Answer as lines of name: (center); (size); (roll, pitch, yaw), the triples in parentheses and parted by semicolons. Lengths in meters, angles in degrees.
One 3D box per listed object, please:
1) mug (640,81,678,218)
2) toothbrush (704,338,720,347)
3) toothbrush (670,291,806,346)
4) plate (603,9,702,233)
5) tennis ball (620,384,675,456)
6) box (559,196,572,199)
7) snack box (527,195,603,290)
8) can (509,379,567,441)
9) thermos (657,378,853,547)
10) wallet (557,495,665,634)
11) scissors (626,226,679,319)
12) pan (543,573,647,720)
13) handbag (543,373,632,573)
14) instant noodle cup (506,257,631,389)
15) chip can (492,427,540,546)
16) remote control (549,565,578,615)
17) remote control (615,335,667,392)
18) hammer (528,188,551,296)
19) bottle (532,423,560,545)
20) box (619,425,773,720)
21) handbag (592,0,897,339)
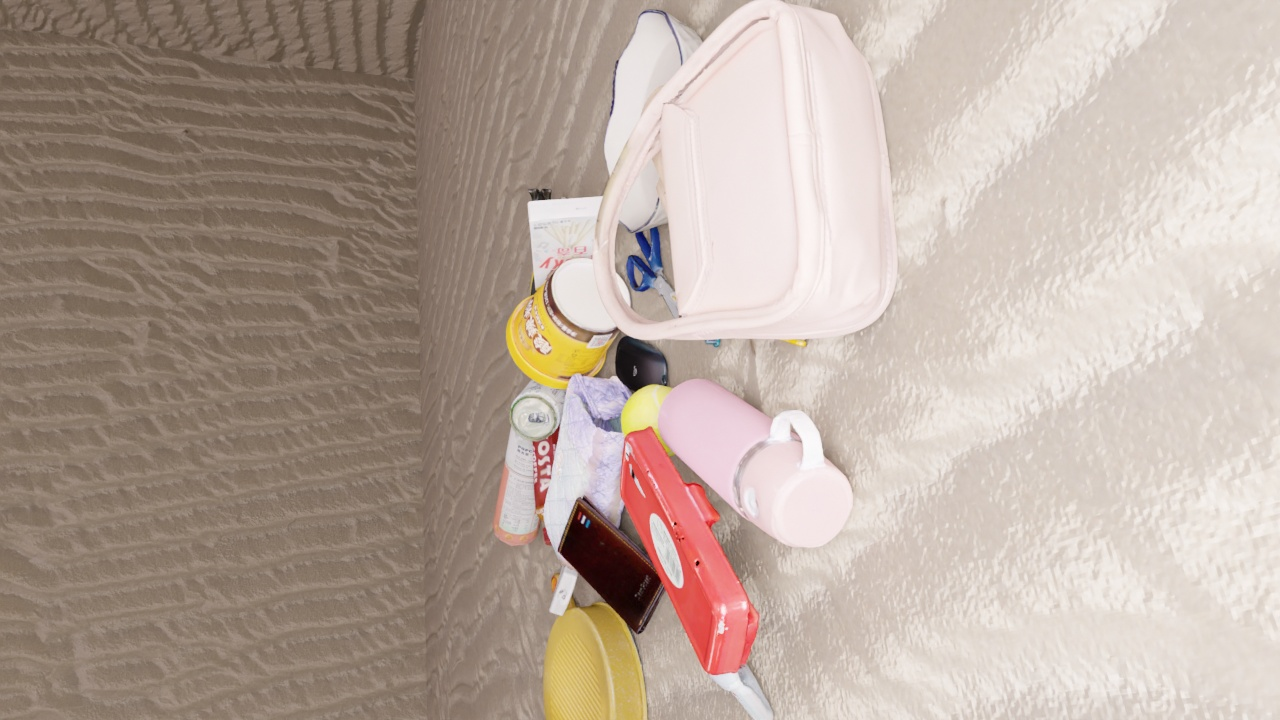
mug: (0.047, -0.144, 0.718); (0.125, 0.084, 0.103); (110, 151, -47)
toothbrush: (0.059, -0.106, 0.775); (0.016, 0.018, 0.191); (171, 98, -69)
toothbrush: (0.071, -0.038, 0.711); (0.191, 0.016, 0.018); (29, 101, 60)
plate: (0.016, -0.222, 0.865); (0.205, 0.045, 0.205); (-178, 90, -71)
tennis ball: (0.015, 0.054, 0.813); (0.065, 0.065, 0.065); (-179, 91, -71)
box: (-0.095, -0.131, 1.167); (0.069, 0.052, 0.164); (84, 180, -70)
snack box: (-0.077, -0.126, 1.006); (0.157, 0.084, 0.026); (98, 165, -67)
can: (-0.109, 0.043, 1.091); (0.146, 0.058, 0.058); (-63, -18, -70)
thermos: (0.074, 0.058, 0.642); (0.198, 0.067, 0.087); (-145, 49, -69)
wallet: (-0.028, 0.202, 0.910); (0.122, 0.020, 0.097); (41, 136, 22)
scissors: (0.016, -0.071, 0.904); (0.133, 0.012, 0.172); (127, 139, -56)
pan: (-0.070, 0.342, 1.065); (0.357, 0.078, 0.198); (34, 117, 60)
handbag: (-0.055, 0.119, 0.994); (0.134, 0.075, 0.194); (-120, 36, -56)
instant noodle cup: (-0.075, -0.044, 1.014); (0.115, 0.118, 0.118); (-45, 46, 52)
chip can: (-0.162, 0.166, 1.297); (0.071, 0.071, 0.215); (-112, 30, -49)
remote control: (-0.078, 0.232, 1.054); (0.135, 0.019, 0.056); (-75, 5, -71)
remote control: (-0.006, 0.005, 0.937); (0.136, 0.024, 0.053); (-151, 65, -68)
hammer: (-0.130, -0.108, 1.176); (0.322, 0.032, 0.126); (-95, 6, -48)
bottle: (-0.108, 0.145, 1.164); (0.058, 0.057, 0.174); (130, 138, -60)
box: (0.037, 0.160, 0.690); (0.201, 0.058, 0.161); (-122, 16, -51)
handbag: (0.044, -0.096, 0.594); (0.235, 0.093, 0.193); (-17, 72, 45)
